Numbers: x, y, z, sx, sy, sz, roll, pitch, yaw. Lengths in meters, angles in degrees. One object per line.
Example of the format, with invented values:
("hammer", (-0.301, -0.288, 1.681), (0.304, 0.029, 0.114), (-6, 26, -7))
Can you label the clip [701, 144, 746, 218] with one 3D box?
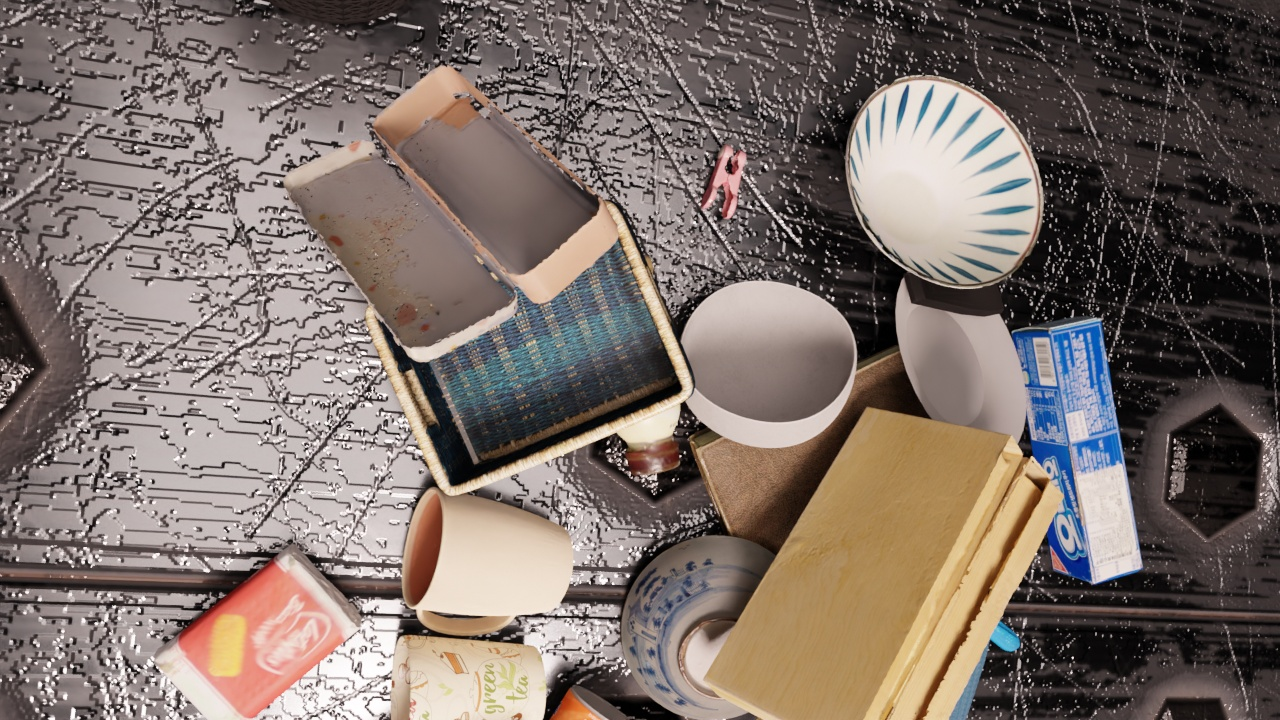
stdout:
("clip", (0.073, -0.141, 0.733), (0.038, 0.022, 0.059), (15, 85, -12))

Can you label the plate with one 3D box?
("plate", (0.261, 0.000, 0.763), (0.172, 0.019, 0.172), (16, 62, -34))

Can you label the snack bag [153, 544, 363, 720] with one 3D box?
("snack bag", (-0.262, 0.192, 0.633), (0.115, 0.036, 0.077), (-39, 100, -12))

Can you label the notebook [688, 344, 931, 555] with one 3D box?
("notebook", (0.167, 0.108, 0.755), (0.215, 0.034, 0.190), (-24, 97, -14))

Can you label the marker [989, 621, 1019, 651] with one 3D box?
("marker", (0.285, 0.217, 0.801), (0.123, 0.015, 0.018), (38, 82, -12))

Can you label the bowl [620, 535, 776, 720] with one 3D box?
("bowl", (0.059, 0.214, 0.696), (0.150, 0.056, 0.151), (0, 100, -3))

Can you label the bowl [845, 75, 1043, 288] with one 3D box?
("bowl", (0.229, -0.133, 0.744), (0.177, 0.071, 0.177), (4, 76, -16))

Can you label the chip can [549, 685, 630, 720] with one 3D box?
("chip can", (-0.083, 0.348, 0.672), (0.062, 0.062, 0.210), (36, 81, -14))

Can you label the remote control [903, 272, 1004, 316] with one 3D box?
("remote control", (0.264, -0.058, 0.766), (0.124, 0.010, 0.039), (1, 72, -38))

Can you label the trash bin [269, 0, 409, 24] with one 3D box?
("trash bin", (-0.188, -0.321, 0.539), (0.216, 0.243, 0.217), (0, 91, -16))

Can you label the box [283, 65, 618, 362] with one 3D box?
("box", (-0.132, -0.101, 0.592), (0.153, 0.216, 0.058), (-39, 145, -9))

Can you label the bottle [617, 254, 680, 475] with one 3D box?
("bottle", (-0.004, 0.004, 0.694), (0.056, 0.056, 0.162), (-13, 94, -16))

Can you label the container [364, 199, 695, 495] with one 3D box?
("container", (-0.072, -0.009, 0.634), (0.187, 0.071, 0.145), (-23, 93, 7))

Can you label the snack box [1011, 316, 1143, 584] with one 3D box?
("snack box", (0.382, 0.076, 0.805), (0.059, 0.059, 0.226), (-12, 93, -13))

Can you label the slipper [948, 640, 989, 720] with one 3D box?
("slipper", (0.238, 0.257, 0.752), (0.103, 0.059, 0.214), (-10, 111, -49))

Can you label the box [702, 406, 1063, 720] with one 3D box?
("box", (0.168, 0.156, 0.642), (0.123, 0.141, 0.248), (41, 69, -11))

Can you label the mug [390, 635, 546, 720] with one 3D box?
("mug", (-0.115, 0.243, 0.637), (0.097, 0.122, 0.081), (4, 108, -23))

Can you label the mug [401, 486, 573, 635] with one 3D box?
("mug", (-0.113, 0.153, 0.658), (0.104, 0.085, 0.112), (15, 114, -27))

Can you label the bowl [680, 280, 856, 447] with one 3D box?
("bowl", (0.094, 0.009, 0.701), (0.132, 0.064, 0.131), (-1, 55, 1))
